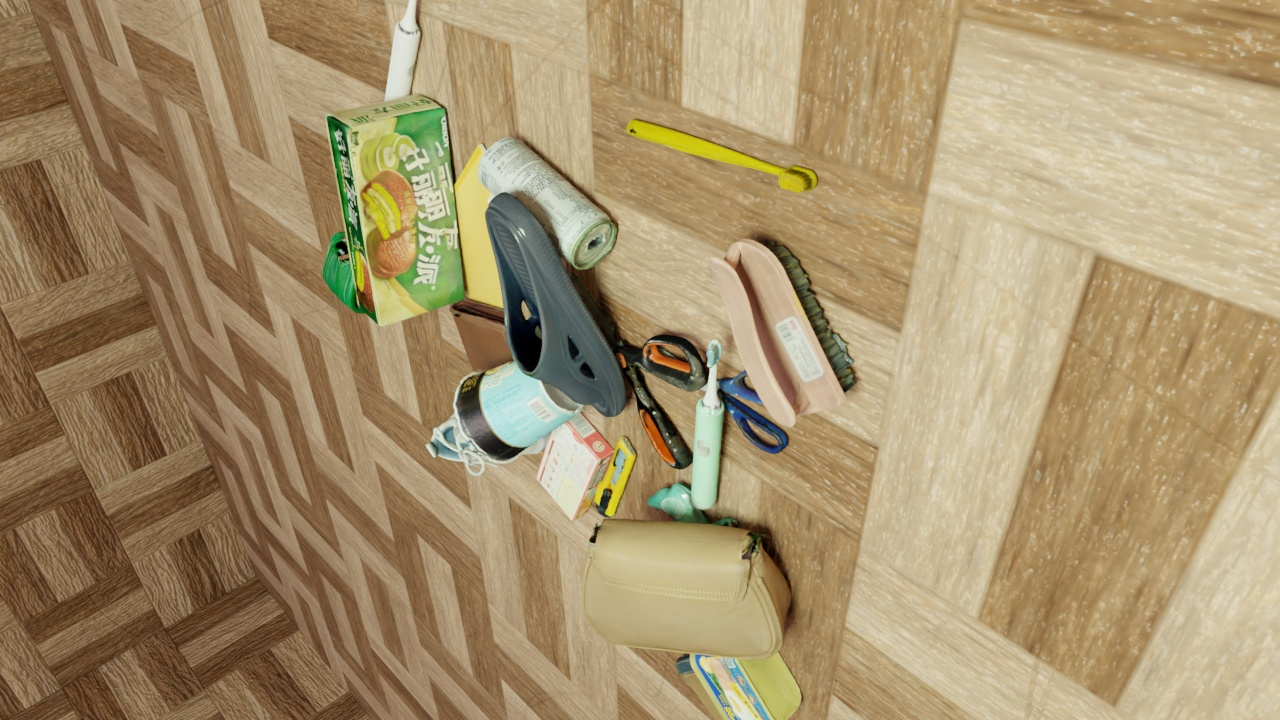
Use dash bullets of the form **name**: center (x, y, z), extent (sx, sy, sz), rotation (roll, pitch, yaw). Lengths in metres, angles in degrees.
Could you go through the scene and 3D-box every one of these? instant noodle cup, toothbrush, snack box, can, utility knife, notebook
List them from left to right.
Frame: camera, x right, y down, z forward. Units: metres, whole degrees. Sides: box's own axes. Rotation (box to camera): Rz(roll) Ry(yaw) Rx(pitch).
- **snack box**: center (-0.272, -0.166, 1.032), extent (0.063, 0.114, 0.240), rotation (33, 134, 41)
- **toothbrush**: center (-0.250, -0.330, 0.974), extent (0.026, 0.026, 0.222), rotation (20, 145, -10)
- **notebook**: center (-0.177, -0.133, 1.044), extent (0.146, 0.010, 0.207), rotation (58, 146, 3)
- **instant noodle cup**: center (-0.126, 0.042, 1.017), extent (0.121, 0.111, 0.111), rotation (-27, 93, 32)
- **can**: center (-0.090, -0.151, 0.874), extent (0.147, 0.058, 0.058), rotation (43, 143, 23)
- **snack box**: center (-0.082, 0.126, 1.102), extent (0.077, 0.027, 0.156), rotation (47, 144, 18)
- **utility knife**: center (-0.032, 0.137, 1.055), extent (0.033, 0.015, 0.154), rotation (42, 143, 20)
- **toothbrush**: center (0.063, 0.063, 0.847), extent (0.026, 0.027, 0.225), rotation (17, 137, 16)
- **toothbrush**: center (0.056, -0.160, 0.713), extent (0.190, 0.016, 0.016), rotation (28, 135, 38)
- **can**: center (0.114, 0.340, 0.986), extent (0.102, 0.057, 0.083), rotation (59, 144, 1)

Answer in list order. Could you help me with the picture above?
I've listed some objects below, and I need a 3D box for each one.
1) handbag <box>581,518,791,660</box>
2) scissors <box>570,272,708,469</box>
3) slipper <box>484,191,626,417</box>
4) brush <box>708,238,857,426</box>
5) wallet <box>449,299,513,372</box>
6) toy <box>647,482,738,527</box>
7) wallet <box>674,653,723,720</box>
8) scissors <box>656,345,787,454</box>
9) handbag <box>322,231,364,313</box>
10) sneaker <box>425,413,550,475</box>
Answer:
- **handbag**: center (0.044, 0.219, 0.908), extent (0.205, 0.099, 0.148), rotation (2, 125, 16)
- **scissors**: center (-0.004, 0.011, 0.909), extent (0.221, 0.021, 0.234), rotation (-12, 107, 61)
- **slipper**: center (-0.100, -0.036, 0.896), extent (0.111, 0.083, 0.268), rotation (37, 157, 48)
- **brush**: center (0.104, -0.025, 0.705), extent (0.063, 0.072, 0.145), rotation (-20, 97, 57)
- **wallet**: center (-0.175, -0.017, 1.099), extent (0.125, 0.032, 0.101), rotation (17, 136, 41)
- **toy**: center (0.058, 0.165, 0.951), extent (0.092, 0.030, 0.097), rotation (54, 139, 0)
- **wallet**: center (0.095, 0.386, 1.068), extent (0.115, 0.033, 0.090), rotation (52, 145, 5)
- **scissors**: center (0.071, 0.019, 0.836), extent (0.171, 0.012, 0.141), rotation (49, 147, 17)
- **handbag**: center (-0.322, -0.127, 1.131), extent (0.068, 0.131, 0.120), rotation (43, 140, 17)
- **sneaker**: center (-0.204, 0.094, 1.180), extent (0.243, 0.090, 0.089), rotation (-11, 107, 54)
